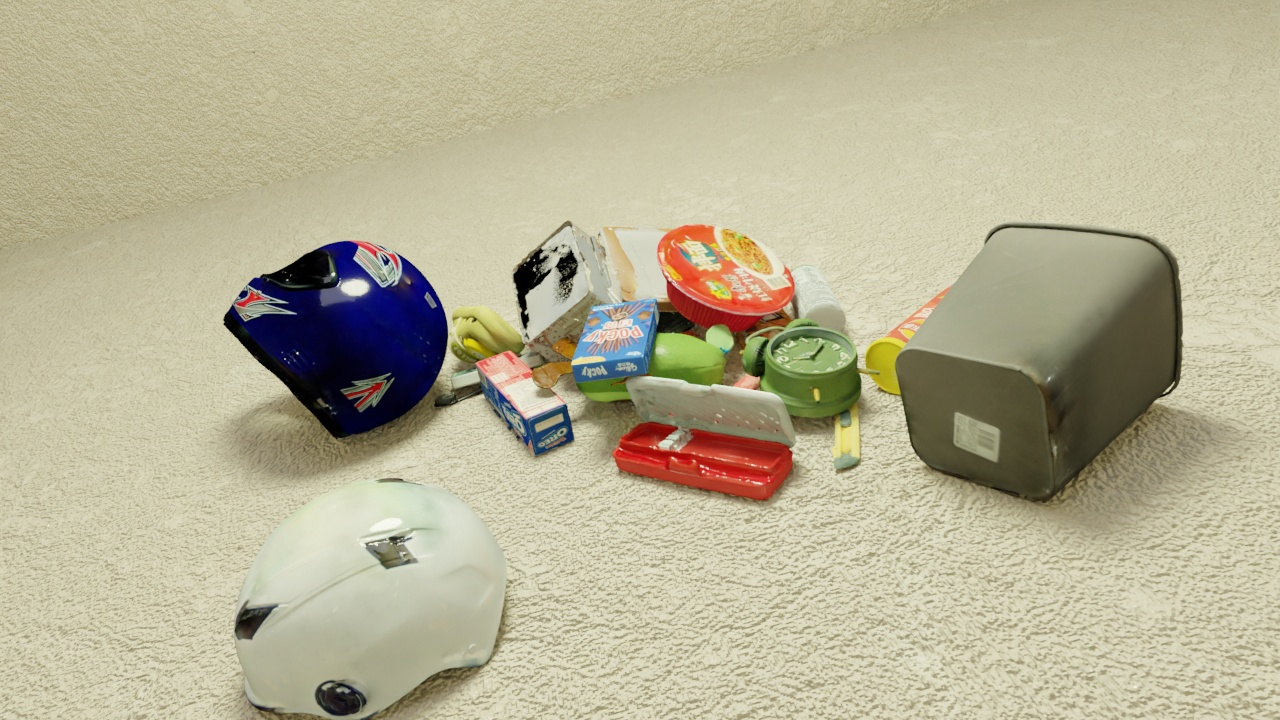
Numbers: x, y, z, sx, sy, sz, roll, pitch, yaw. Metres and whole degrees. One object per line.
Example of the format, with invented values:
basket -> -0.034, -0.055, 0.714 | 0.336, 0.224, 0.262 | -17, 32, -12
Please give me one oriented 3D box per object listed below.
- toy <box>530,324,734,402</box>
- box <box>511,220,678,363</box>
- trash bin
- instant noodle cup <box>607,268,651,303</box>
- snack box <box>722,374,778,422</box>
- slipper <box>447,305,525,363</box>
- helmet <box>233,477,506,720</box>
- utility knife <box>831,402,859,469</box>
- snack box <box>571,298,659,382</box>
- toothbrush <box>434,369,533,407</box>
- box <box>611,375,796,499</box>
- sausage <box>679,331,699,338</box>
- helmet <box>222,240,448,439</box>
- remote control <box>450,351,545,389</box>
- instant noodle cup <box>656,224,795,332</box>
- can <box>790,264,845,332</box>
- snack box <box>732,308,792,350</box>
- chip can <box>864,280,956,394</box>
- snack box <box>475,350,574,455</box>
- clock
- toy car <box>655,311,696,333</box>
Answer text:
toy -> -0.007, 0.007, 1.157 | 0.247, 0.090, 0.226 | 0, 13, 13
box -> -0.050, -0.113, 1.305 | 0.272, 0.131, 0.179 | -18, 46, 1
trash bin -> 0.382, 0.003, 0.899 | 0.219, 0.199, 0.199 | -39, 34, -29
instant noodle cup -> 0.023, -0.117, 1.427 | 0.138, 0.060, 0.173 | -19, 28, -12
snack box -> 0.169, 0.027, 1.115 | 0.075, 0.025, 0.152 | 13, 37, 40
slipper -> -0.238, -0.030, 1.360 | 0.081, 0.091, 0.191 | -56, 27, -10
helmet -> -0.259, 0.197, 0.841 | 0.258, 0.146, 0.228 | -14, 26, -2
utility knife -> 0.229, 0.065, 1.031 | 0.031, 0.020, 0.195 | -1, 24, 11
snack box -> -0.027, -0.027, 1.093 | 0.084, 0.026, 0.156 | -7, 28, 11
toothbrush -> -0.198, 0.030, 1.288 | 0.189, 0.016, 0.014 | -19, 35, -14
box -> 0.062, 0.072, 0.991 | 0.202, 0.102, 0.095 | 7, 32, 35
sausage -> 0.003, -0.014, 1.274 | 0.165, 0.021, 0.021 | -15, 27, -4
helmet -> -0.403, -0.048, 1.262 | 0.240, 0.247, 0.316 | -44, 45, -18
remote control -> -0.202, 0.011, 1.305 | 0.135, 0.019, 0.056 | -16, 8, -5
instant noodle cup -> 0.107, -0.102, 1.233 | 0.193, 0.066, 0.193 | 10, 40, -9
can -> 0.238, -0.081, 1.257 | 0.058, 0.058, 0.146 | -11, 26, 4
snack box -> 0.167, -0.044, 1.253 | 0.075, 0.026, 0.153 | -14, 26, -3
chip can -> 0.360, -0.038, 1.104 | 0.216, 0.073, 0.073 | -32, 32, -34
snack box -> -0.153, 0.051, 1.180 | 0.058, 0.057, 0.207 | -20, 27, -20
clock -> 0.186, 0.002, 1.063 | 0.116, 0.056, 0.161 | -22, 37, -25
toy car -> 0.045, -0.054, 1.320 | 0.120, 0.037, 0.054 | -32, 34, -15
